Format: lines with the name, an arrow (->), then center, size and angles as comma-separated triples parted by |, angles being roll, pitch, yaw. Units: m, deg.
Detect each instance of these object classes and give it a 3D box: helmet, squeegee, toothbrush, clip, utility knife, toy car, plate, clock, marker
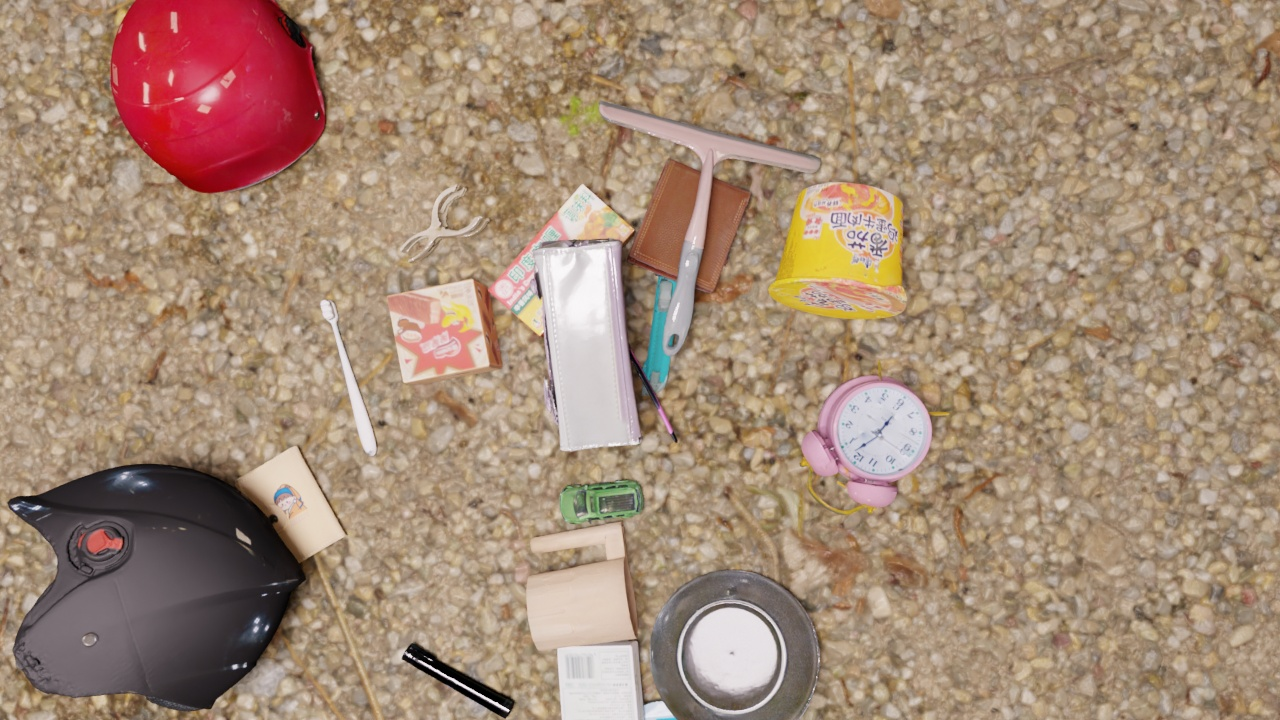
helmet -> -0.479, 0.213, 0.904 | 0.229, 0.234, 0.274 | -37, 90, -27
helmet -> -0.461, -0.308, 0.965 | 0.207, 0.144, 0.240 | -19, 86, 3
squeegee -> 0.056, -0.127, 0.952 | 0.247, 0.040, 0.249 | 12, 86, -9
toothbrush -> -0.006, 0.006, 0.990 | 0.018, 0.014, 0.189 | -28, 80, 11
toothbrush -> -0.321, 0.019, 1.009 | 0.016, 0.016, 0.180 | -17, 88, 3
clip -> -0.220, -0.157, 1.004 | 0.103, 0.035, 0.092 | -14, 92, 9
utility knife -> 0.027, -0.067, 1.000 | 0.029, 0.013, 0.216 | 7, 88, 1
toy car -> -0.043, 0.152, 0.986 | 0.091, 0.036, 0.043 | -7, 89, 6
plate -> 0.096, 0.309, 0.958 | 0.179, 0.024, 0.179 | -3, 74, 10
clock -> 0.237, 0.089, 0.964 | 0.117, 0.060, 0.158 | 37, 92, 3
marker -> -0.197, 0.346, 0.992 | 0.132, 0.020, 0.022 | 28, 104, 3

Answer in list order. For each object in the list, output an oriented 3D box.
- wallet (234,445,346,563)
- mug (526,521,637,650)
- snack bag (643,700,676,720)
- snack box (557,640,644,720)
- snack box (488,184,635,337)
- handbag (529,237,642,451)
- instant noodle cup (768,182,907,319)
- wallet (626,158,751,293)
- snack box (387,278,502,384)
wallet -> -0.387, 0.164, 1.004 | 0.087, 0.024, 0.115 | -30, 89, 3
mug -> -0.063, 0.237, 0.967 | 0.103, 0.084, 0.124 | -10, 63, 3
snack bag -> 0.069, 0.401, 0.973 | 0.191, 0.039, 0.110 | -23, 91, 4
snack box -> -0.040, 0.378, 0.968 | 0.085, 0.027, 0.156 | -6, 85, 15
snack box -> -0.085, -0.108, 0.999 | 0.077, 0.027, 0.156 | 41, 90, 2
handbag -> -0.054, -0.023, 0.921 | 0.098, 0.145, 0.197 | -5, 100, 3
instant noodle cup -> 0.208, -0.112, 0.941 | 0.138, 0.138, 0.109 | 11, 80, 2
wallet -> 0.053, -0.144, 0.987 | 0.101, 0.032, 0.124 | 22, 84, -5
snack box -> -0.206, -0.029, 0.975 | 0.093, 0.077, 0.094 | -11, 88, 1
